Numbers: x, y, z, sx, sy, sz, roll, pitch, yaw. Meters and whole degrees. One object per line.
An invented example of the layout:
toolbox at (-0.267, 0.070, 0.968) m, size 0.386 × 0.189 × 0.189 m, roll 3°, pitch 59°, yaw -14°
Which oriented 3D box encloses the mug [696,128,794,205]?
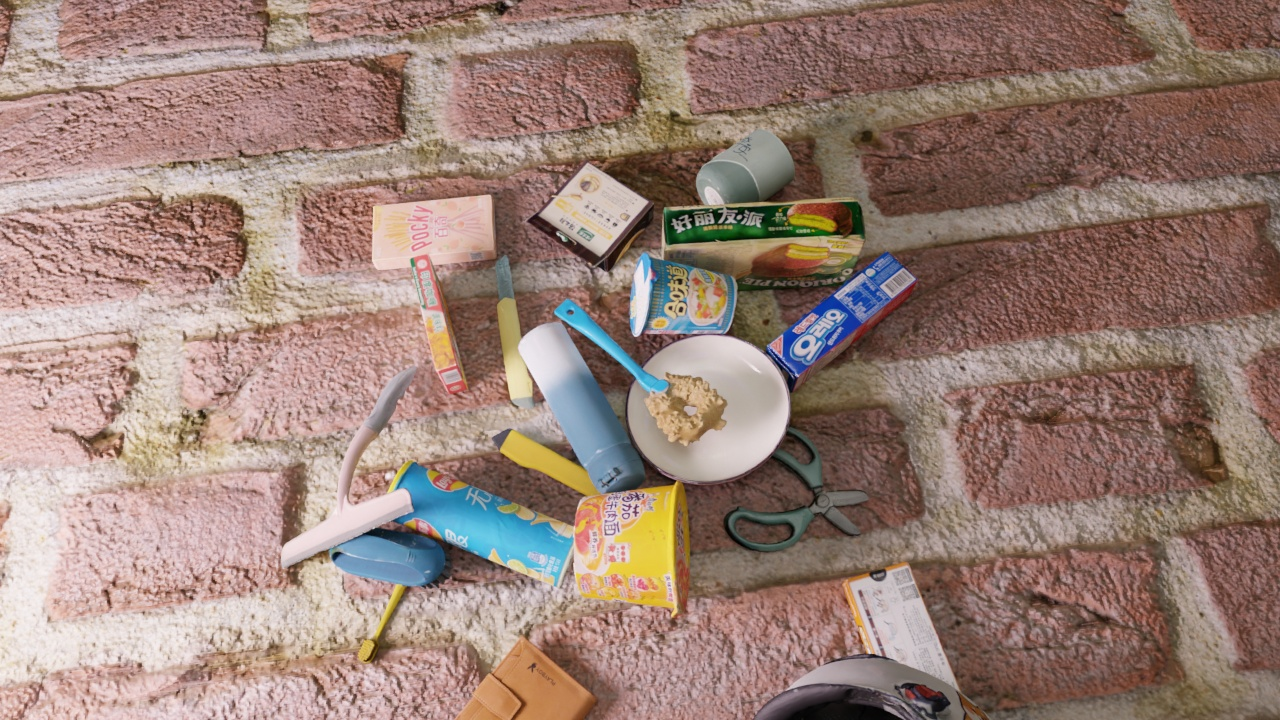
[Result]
mug at (0.125, -0.243, 1.197) m, size 0.106 × 0.082 × 0.112 m, roll -36°, pitch 41°, yaw -13°

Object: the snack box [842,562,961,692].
snack box at (0.280, 0.301, 0.986) m, size 0.075 × 0.026 × 0.153 m, roll -15°, pitch 68°, yaw -6°

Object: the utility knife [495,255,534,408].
utility knife at (-0.160, -0.038, 1.140) m, size 0.031 × 0.022 × 0.212 m, roll -10°, pitch 74°, yaw -5°

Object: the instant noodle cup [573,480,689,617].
instant noodle cup at (-0.008, 0.198, 0.980) m, size 0.110 × 0.138 × 0.137 m, roll -3°, pitch 67°, yaw 8°

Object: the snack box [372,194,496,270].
snack box at (-0.267, -0.167, 1.192) m, size 0.157 × 0.026 × 0.084 m, roll -6°, pitch 67°, yaw -2°

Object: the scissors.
scissors at (0.172, 0.140, 1.061) m, size 0.170 × 0.019 × 0.180 m, roll -9°, pitch 66°, yaw -2°

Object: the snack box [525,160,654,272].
snack box at (-0.064, -0.181, 1.181) m, size 0.113 × 0.053 × 0.125 m, roll 35°, pitch 72°, yaw 14°

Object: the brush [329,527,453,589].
brush at (-0.277, 0.209, 0.991) m, size 0.144 × 0.073 × 0.055 m, roll 5°, pitch 67°, yaw 22°

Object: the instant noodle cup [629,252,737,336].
instant noodle cup at (0.051, -0.071, 1.078) m, size 0.110 × 0.099 × 0.099 m, roll 6°, pitch 66°, yaw -13°

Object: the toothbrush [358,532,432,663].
toothbrush at (-0.264, 0.244, 1.022) m, size 0.016 × 0.017 × 0.189 m, roll 20°, pitch 69°, yaw 9°

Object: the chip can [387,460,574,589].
chip can at (-0.172, 0.180, 1.008) m, size 0.210 × 0.071 × 0.071 m, roll 21°, pitch 68°, yaw 4°

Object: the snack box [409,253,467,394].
snack box at (-0.245, -0.044, 1.112) m, size 0.027 × 0.077 × 0.155 m, roll -16°, pitch 68°, yaw -7°

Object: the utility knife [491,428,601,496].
utility knife at (-0.099, 0.127, 1.071) m, size 0.170 × 0.015 × 0.033 m, roll 28°, pitch 76°, yaw 11°

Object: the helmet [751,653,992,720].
helmet at (0.248, 0.384, 0.869) m, size 0.274 × 0.231 × 0.156 m, roll 35°, pitch 29°, yaw 16°

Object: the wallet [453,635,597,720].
wallet at (-0.126, 0.373, 0.959) m, size 0.108 × 0.031 × 0.131 m, roll 37°, pitch 71°, yaw 13°

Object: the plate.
plate at (0.079, 0.060, 1.075) m, size 0.192 × 0.039 × 0.192 m, roll -4°, pitch 62°, yaw 7°

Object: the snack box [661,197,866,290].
snack box at (0.145, -0.138, 1.127) m, size 0.240 × 0.115 × 0.063 m, roll -4°, pitch 66°, yaw -1°

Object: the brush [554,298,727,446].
brush at (-0.006, 0.006, 1.064) m, size 0.255 × 0.046 × 0.083 m, roll 39°, pitch 76°, yaw 22°

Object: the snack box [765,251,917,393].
snack box at (0.242, -0.047, 1.118) m, size 0.207 × 0.058 × 0.057 m, roll -38°, pitch 72°, yaw -14°

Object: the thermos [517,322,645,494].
thermos at (-0.068, 0.058, 1.070) m, size 0.070 × 0.070 × 0.220 m, roll -27°, pitch 67°, yaw -11°

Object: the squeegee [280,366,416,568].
squeegee at (-0.306, 0.092, 1.039) m, size 0.248 × 0.040 × 0.248 m, roll -27°, pitch 35°, yaw 35°
